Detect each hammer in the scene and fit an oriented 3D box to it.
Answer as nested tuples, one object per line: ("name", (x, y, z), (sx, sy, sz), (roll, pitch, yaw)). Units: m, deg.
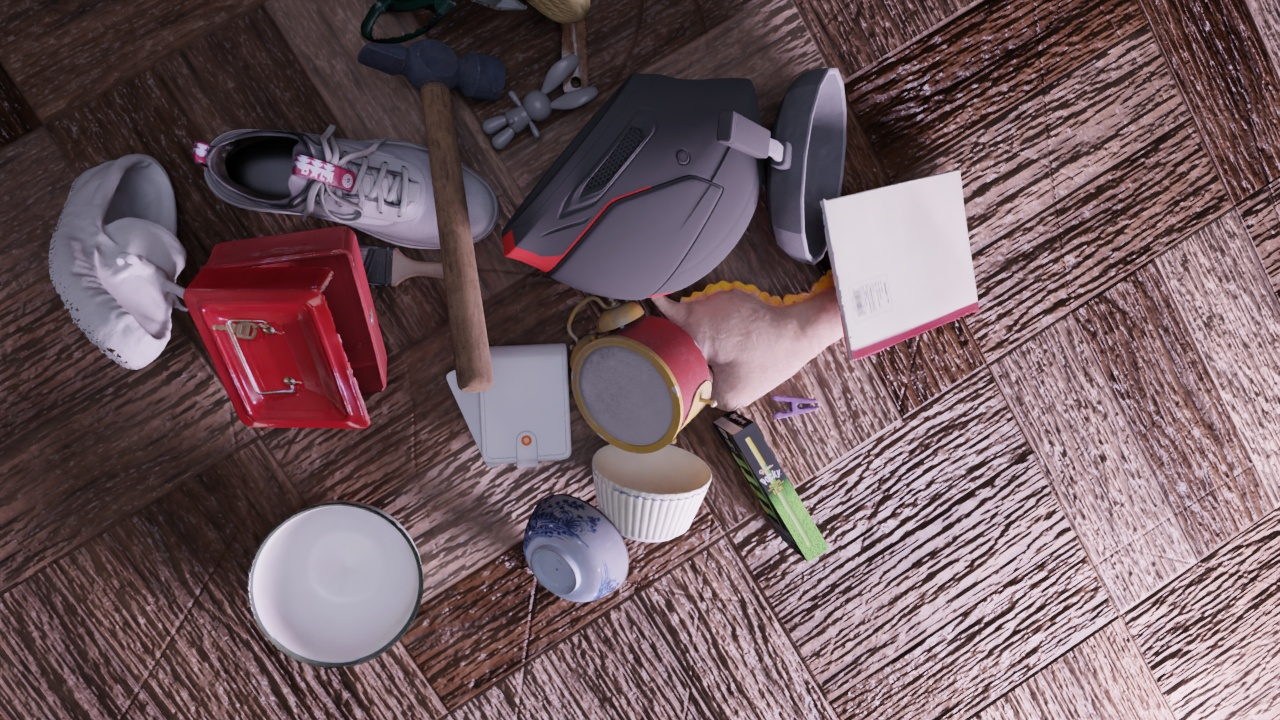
("hammer", (-0.163, -0.128, 0.786), (0.129, 0.040, 0.321), (0, 73, -36))

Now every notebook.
("notebook", (0.259, -0.098, 0.896), (0.208, 0.012, 0.153), (-18, 101, -35))

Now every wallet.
("wallet", (-0.127, 0.045, 0.887), (0.115, 0.037, 0.118), (-3, 92, -9))

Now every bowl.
("bowl", (-0.279, 0.200, 0.859), (0.153, 0.073, 0.153), (-1, 96, -10))
("bowl", (0.007, 0.129, 0.884), (0.115, 0.115, 0.062), (4, 109, -9))
("bowl", (-0.071, 0.187, 0.870), (0.114, 0.045, 0.114), (15, 122, 26))

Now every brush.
("brush", (-0.237, -0.089, 0.869), (0.151, 0.012, 0.039), (4, 94, -9))

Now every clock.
("clock", (-0.005, 0.005, 0.869), (0.159, 0.081, 0.117), (47, 131, 4))

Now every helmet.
("helmet", (0.015, -0.151, 0.825), (0.170, 0.164, 0.264), (39, 80, -15))

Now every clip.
("clip", (0.155, 0.042, 0.944), (0.052, 0.014, 0.042), (-28, 96, -3))

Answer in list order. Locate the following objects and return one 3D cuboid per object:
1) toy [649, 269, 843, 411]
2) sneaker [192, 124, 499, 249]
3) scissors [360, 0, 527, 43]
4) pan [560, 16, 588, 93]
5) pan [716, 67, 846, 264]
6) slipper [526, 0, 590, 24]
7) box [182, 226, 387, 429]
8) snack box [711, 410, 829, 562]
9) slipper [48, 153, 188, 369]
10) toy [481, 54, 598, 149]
("toy", (0.156, -0.064, 0.909), (0.264, 0.065, 0.196), (-37, 105, -5))
("sneaker", (-0.253, -0.156, 0.803), (0.263, 0.129, 0.097), (9, 96, -13))
("scissors", (-0.175, -0.312, 0.801), (0.210, 0.015, 0.142), (36, 98, 32))
("pan", (-0.067, -0.422, 0.855), (0.207, 0.040, 0.357), (-2, 103, -8))
("pan", (0.119, -0.172, 0.772), (0.041, 0.356, 0.179), (8, 99, 21))
("slipper", (-0.124, -0.404, 0.786), (0.261, 0.111, 0.079), (45, 81, -6))
("box", (-0.299, -0.028, 0.799), (0.134, 0.112, 0.158), (-1, 130, 1))
("snack box", (0.128, 0.123, 0.912), (0.025, 0.080, 0.147), (-32, 99, -5))
("slipper", (-0.411, -0.086, 0.742), (0.075, 0.246, 0.112), (-37, 136, 11))
("toy", (-0.097, -0.239, 0.861), (0.112, 0.030, 0.049), (-30, 99, 11))
